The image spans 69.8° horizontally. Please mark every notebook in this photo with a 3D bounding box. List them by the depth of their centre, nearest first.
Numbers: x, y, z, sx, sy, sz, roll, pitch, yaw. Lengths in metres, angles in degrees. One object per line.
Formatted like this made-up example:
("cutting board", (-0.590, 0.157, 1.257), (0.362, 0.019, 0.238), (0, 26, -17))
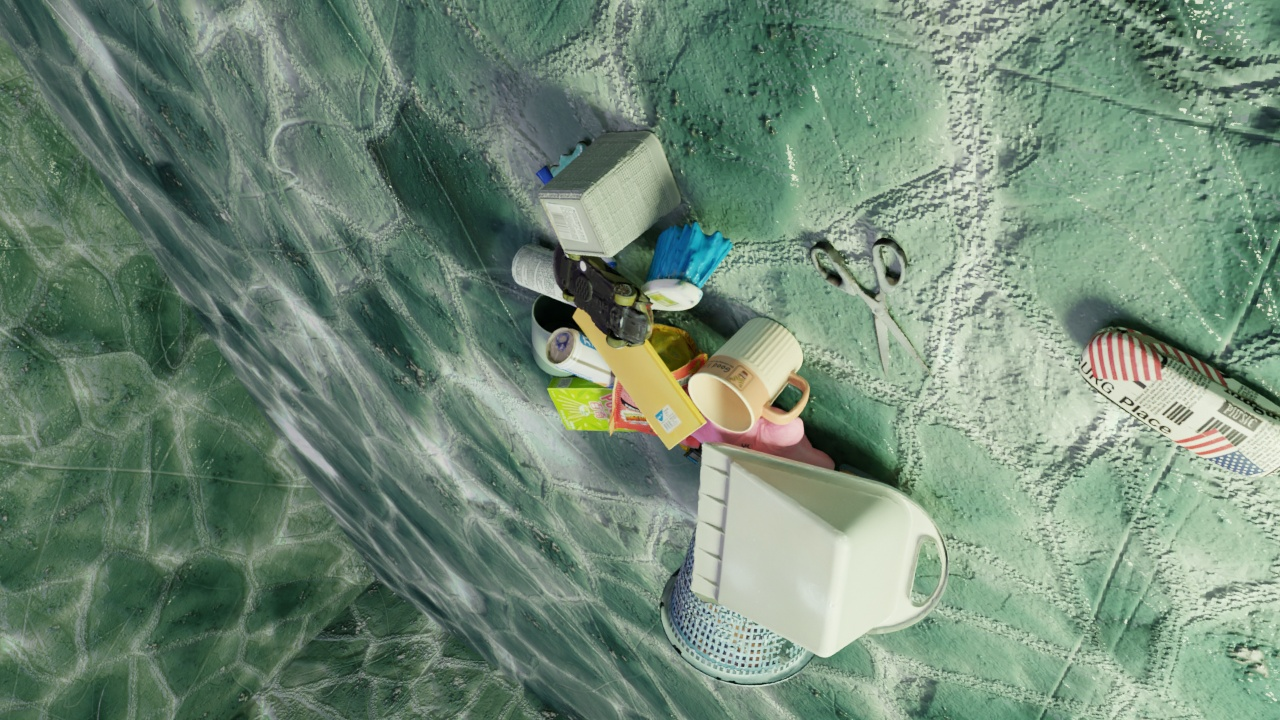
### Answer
("notebook", (-0.006, 0.006, 1.075), (0.206, 0.010, 0.146), (54, 159, 6))

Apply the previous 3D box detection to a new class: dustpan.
("dustpan", (0.204, 0.216, 1.056), (0.258, 0.142, 0.223), (27, 124, 42))

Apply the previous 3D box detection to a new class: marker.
("marker", (-0.076, -0.171, 1.105), (0.146, 0.016, 0.017), (53, 150, -13))

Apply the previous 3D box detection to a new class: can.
("can", (-0.095, -0.104, 1.170), (0.147, 0.058, 0.058), (22, 143, 34))
("can", (-0.061, 0.000, 1.190), (0.053, 0.053, 0.134), (16, 175, 41))

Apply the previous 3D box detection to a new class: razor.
("razor", (0.028, 0.109, 1.310), (0.133, 0.028, 0.043), (22, 174, 31))

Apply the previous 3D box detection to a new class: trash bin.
("trash bin", (0.145, 0.281, 1.218), (0.227, 0.225, 0.195), (29, 134, 27))

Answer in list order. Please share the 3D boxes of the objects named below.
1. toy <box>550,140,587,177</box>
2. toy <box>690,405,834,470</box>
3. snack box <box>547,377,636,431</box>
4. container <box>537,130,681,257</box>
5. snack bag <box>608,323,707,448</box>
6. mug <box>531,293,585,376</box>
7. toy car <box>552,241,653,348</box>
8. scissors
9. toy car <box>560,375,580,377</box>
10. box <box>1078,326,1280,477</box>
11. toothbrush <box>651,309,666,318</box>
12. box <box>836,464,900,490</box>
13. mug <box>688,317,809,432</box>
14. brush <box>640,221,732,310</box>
("toy", (-0.063, -0.201, 1.039), (0.092, 0.030, 0.097), (40, 144, 5))
("toy", (0.123, 0.084, 1.103), (0.195, 0.074, 0.178), (4, 150, 44))
("snack box", (-0.046, 0.061, 1.291), (0.157, 0.026, 0.086), (-1, 132, 23))
("container", (-0.034, -0.170, 0.954), (0.090, 0.114, 0.090), (11, 136, 45))
("snack bag", (0.024, 0.045, 1.188), (0.128, 0.073, 0.208), (7, 144, 3))
("mug", (-0.092, -0.033, 1.245), (0.112, 0.082, 0.107), (9, 145, 0))
("toy car", (-0.042, -0.075, 0.986), (0.158, 0.042, 0.070), (43, 139, 31))
("scissors", (0.225, -0.052, 0.877), (0.159, 0.014, 0.178), (35, 150, 17))
("toy car", (-0.074, 0.046, 1.347), (0.121, 0.036, 0.054), (2, 134, 40))
("box", (0.421, 0.028, 0.709), (0.164, 0.055, 0.070), (37, 164, 17))
("toothbrush", (-0.004, -0.037, 1.187), (0.016, 0.014, 0.189), (24, 154, -12))
("box", (0.263, 0.204, 1.105), (0.090, 0.060, 0.184), (26, 143, 29))
("mug", (0.129, 0.021, 0.995), (0.114, 0.105, 0.082), (30, 147, 26))
("brush", (0.011, -0.077, 1.032), (0.060, 0.109, 0.315), (25, 172, -15))
